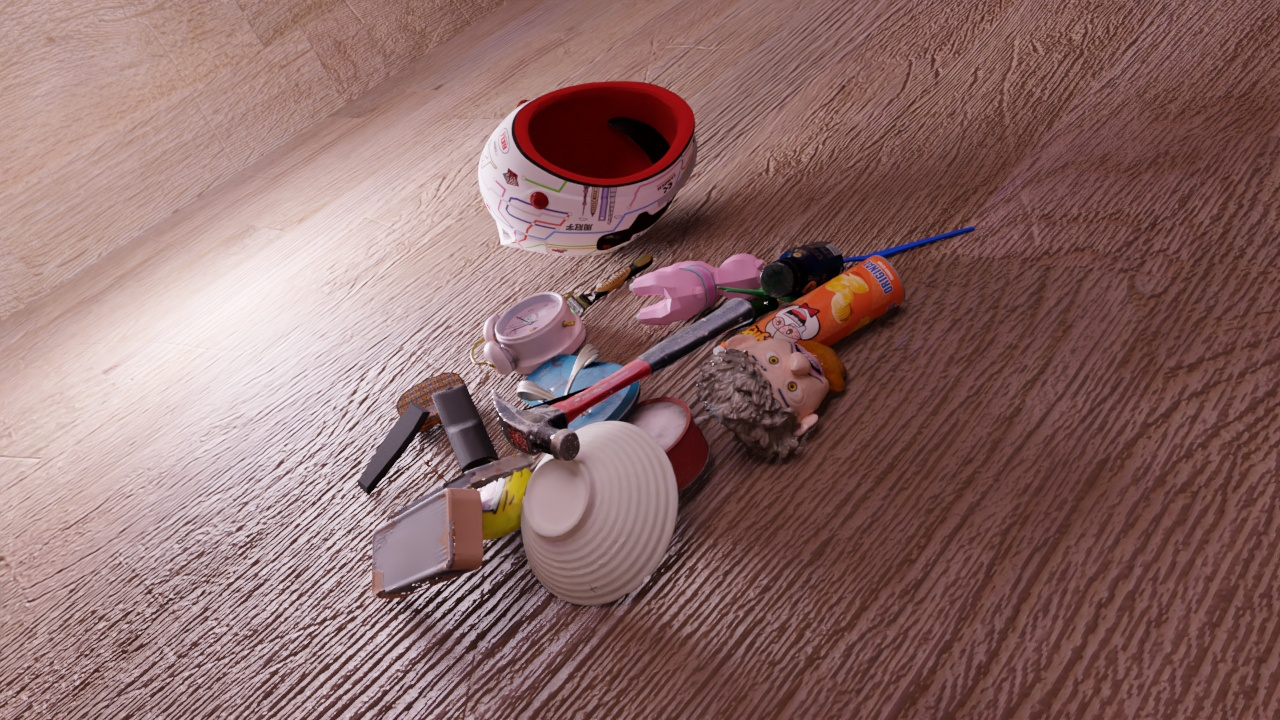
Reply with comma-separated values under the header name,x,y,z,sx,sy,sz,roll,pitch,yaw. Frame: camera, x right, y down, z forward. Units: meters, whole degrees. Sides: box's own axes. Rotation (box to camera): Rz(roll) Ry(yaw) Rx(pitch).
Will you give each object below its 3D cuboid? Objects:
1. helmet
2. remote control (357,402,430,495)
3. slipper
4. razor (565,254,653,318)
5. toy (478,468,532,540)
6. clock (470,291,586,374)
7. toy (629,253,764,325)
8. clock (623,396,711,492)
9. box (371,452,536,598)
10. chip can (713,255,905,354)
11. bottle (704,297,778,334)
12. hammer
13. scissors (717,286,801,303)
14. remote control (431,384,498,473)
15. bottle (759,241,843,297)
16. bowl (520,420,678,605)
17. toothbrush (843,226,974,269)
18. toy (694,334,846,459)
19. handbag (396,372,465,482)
name,x,y,z,sx,sy,sz,roll,pitch,yaw
helmet,-0.079,-0.269,1.354,0.314,0.236,0.230,-8,65,-8
remote control,-0.306,0.108,1.133,0.039,0.010,0.124,27,80,42
slipper,-0.082,0.024,1.044,0.118,0.060,0.295,-36,20,-13
razor,-0.041,-0.108,1.294,0.144,0.021,0.044,-35,52,-13
toy,-0.151,0.152,0.982,0.094,0.041,0.095,-18,34,20
clock,-0.154,-0.033,1.227,0.158,0.059,0.116,-22,33,6
toy,0.075,-0.090,1.135,0.158,0.067,0.123,-9,10,22
clock,-0.002,0.096,0.944,0.157,0.062,0.109,-2,39,40
box,-0.185,0.163,0.901,0.218,0.094,0.121,-31,54,51
chip can,0.186,-0.039,1.009,0.210,0.062,0.062,-30,33,-8
bottle,0.118,-0.054,1.059,0.033,0.033,0.123,-43,12,-26
hammer,-0.005,0.006,0.939,0.325,0.036,0.141,-29,29,-35
scissors,0.145,-0.082,1.082,0.132,0.013,0.078,8,18,-11
remote control,-0.214,0.078,1.111,0.045,0.021,0.140,-17,44,-17
bottle,0.185,-0.103,1.051,0.056,0.056,0.160,-2,11,31
bowl,-0.058,0.132,0.848,0.178,0.071,0.177,-13,64,29
toothbrush,0.309,-0.133,1.112,0.187,0.011,0.016,-14,34,12
toy,0.141,0.024,0.924,0.175,0.132,0.076,-24,-14,-29
handbag,-0.242,0.094,1.143,0.093,0.043,0.195,-26,41,-8
